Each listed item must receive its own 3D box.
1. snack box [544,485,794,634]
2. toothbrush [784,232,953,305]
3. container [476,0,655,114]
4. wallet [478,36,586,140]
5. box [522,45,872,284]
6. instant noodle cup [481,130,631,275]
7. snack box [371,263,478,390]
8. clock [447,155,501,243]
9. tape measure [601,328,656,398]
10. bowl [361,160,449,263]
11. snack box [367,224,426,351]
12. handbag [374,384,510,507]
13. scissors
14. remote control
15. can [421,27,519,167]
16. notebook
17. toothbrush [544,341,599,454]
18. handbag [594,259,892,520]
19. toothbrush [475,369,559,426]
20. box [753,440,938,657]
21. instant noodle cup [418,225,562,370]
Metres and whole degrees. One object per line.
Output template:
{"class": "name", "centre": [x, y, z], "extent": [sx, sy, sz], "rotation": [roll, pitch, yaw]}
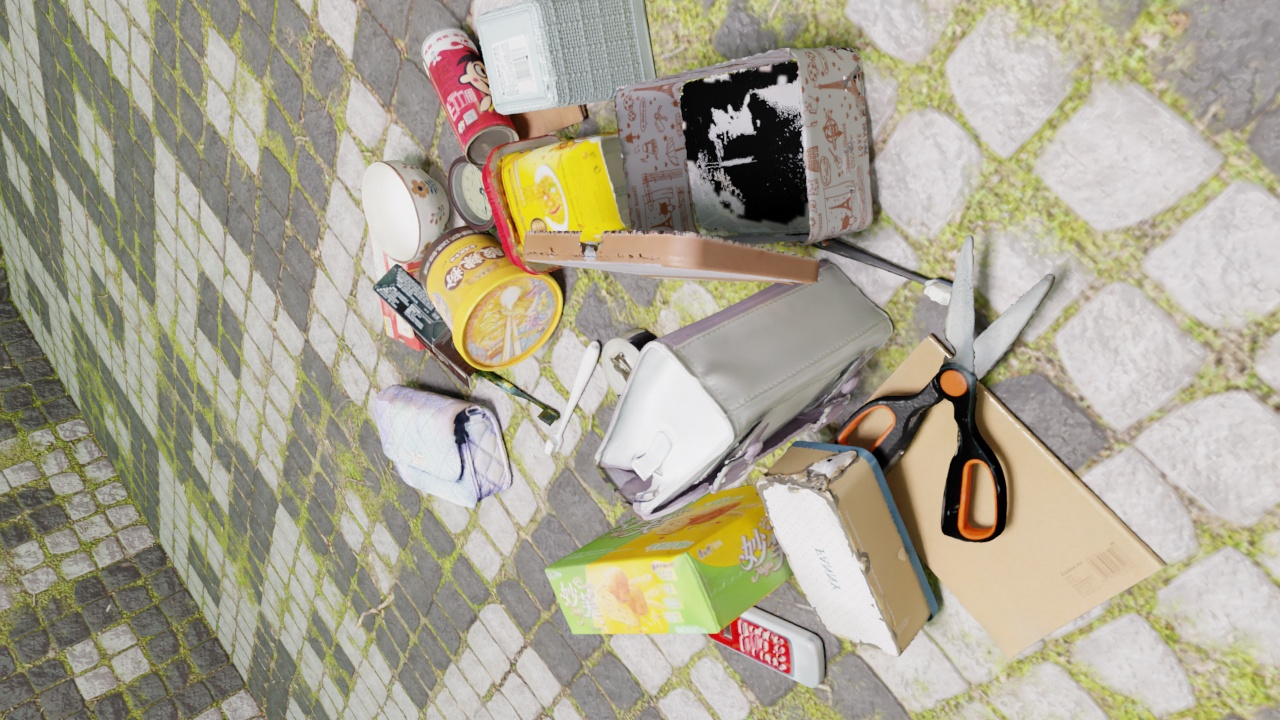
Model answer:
{"class": "snack box", "centre": [0.038, 0.175, 0.814], "extent": [0.211, 0.157, 0.070], "rotation": [-20, 93, 50]}
{"class": "toothbrush", "centre": [0.152, -0.078, 0.671], "extent": [0.181, 0.018, 0.016], "rotation": [30, 132, 35]}
{"class": "container", "centre": [-0.062, -0.247, 0.736], "extent": [0.090, 0.111, 0.090], "rotation": [9, 116, 45]}
{"class": "wallet", "centre": [-0.099, -0.265, 0.839], "extent": [0.101, 0.020, 0.115], "rotation": [-2, 110, 48]}
{"class": "box", "centre": [0.029, -0.122, 0.633], "extent": [0.183, 0.192, 0.157], "rotation": [5, 106, 47]}
{"class": "instant noodle cup", "centre": [-0.052, -0.144, 0.789], "extent": [0.124, 0.116, 0.116], "rotation": [-8, 104, 37]}
{"class": "snack box", "centre": [-0.235, -0.037, 1.048], "extent": [0.113, 0.053, 0.126], "rotation": [40, 173, 23]}
{"class": "clock", "centre": [-0.138, -0.163, 0.905], "extent": [0.122, 0.055, 0.082], "rotation": [44, 136, 20]}
{"class": "tape measure", "centre": [-0.005, 0.005, 0.868], "extent": [0.066, 0.033, 0.066], "rotation": [55, 138, 10]}
{"class": "bowl", "centre": [-0.253, -0.169, 1.020], "extent": [0.113, 0.062, 0.114], "rotation": [23, 124, 39]}
{"class": "snack box", "centre": [-0.295, -0.093, 1.132], "extent": [0.075, 0.025, 0.153], "rotation": [21, 124, 38]}
{"class": "handbag", "centre": [-0.252, 0.105, 1.151], "extent": [0.194, 0.075, 0.134], "rotation": [7, 115, 44]}
{"class": "scissors", "centre": [0.220, 0.034, 0.635], "extent": [0.222, 0.021, 0.210], "rotation": [-37, 83, 48]}
{"class": "remote control", "centre": [0.116, 0.267, 0.885], "extent": [0.136, 0.020, 0.056], "rotation": [14, 119, 43]}
{"class": "can", "centre": [-0.163, -0.250, 0.868], "extent": [0.053, 0.053, 0.132], "rotation": [-52, 57, 47]}
{"class": "notebook", "centre": [0.243, 0.103, 0.671], "extent": [0.211, 0.012, 0.150], "rotation": [49, 137, 17]}
{"class": "toothbrush", "centre": [-0.074, 0.043, 0.973], "extent": [0.016, 0.016, 0.181], "rotation": [44, 136, 19]}
{"class": "handbag", "centre": [0.076, 0.026, 0.666], "extent": [0.098, 0.196, 0.145], "rotation": [51, 139, 16]}
{"class": "toothbrush", "centre": [-0.160, 0.030, 1.059], "extent": [0.186, 0.017, 0.012], "rotation": [28, 165, 35]}
{"class": "box", "centre": [0.163, 0.151, 0.716], "extent": [0.090, 0.059, 0.184], "rotation": [5, 130, 51]}
{"class": "instant noodle cup", "centre": [-0.158, -0.070, 0.936], "extent": [0.114, 0.118, 0.119], "rotation": [46, 137, 33]}
